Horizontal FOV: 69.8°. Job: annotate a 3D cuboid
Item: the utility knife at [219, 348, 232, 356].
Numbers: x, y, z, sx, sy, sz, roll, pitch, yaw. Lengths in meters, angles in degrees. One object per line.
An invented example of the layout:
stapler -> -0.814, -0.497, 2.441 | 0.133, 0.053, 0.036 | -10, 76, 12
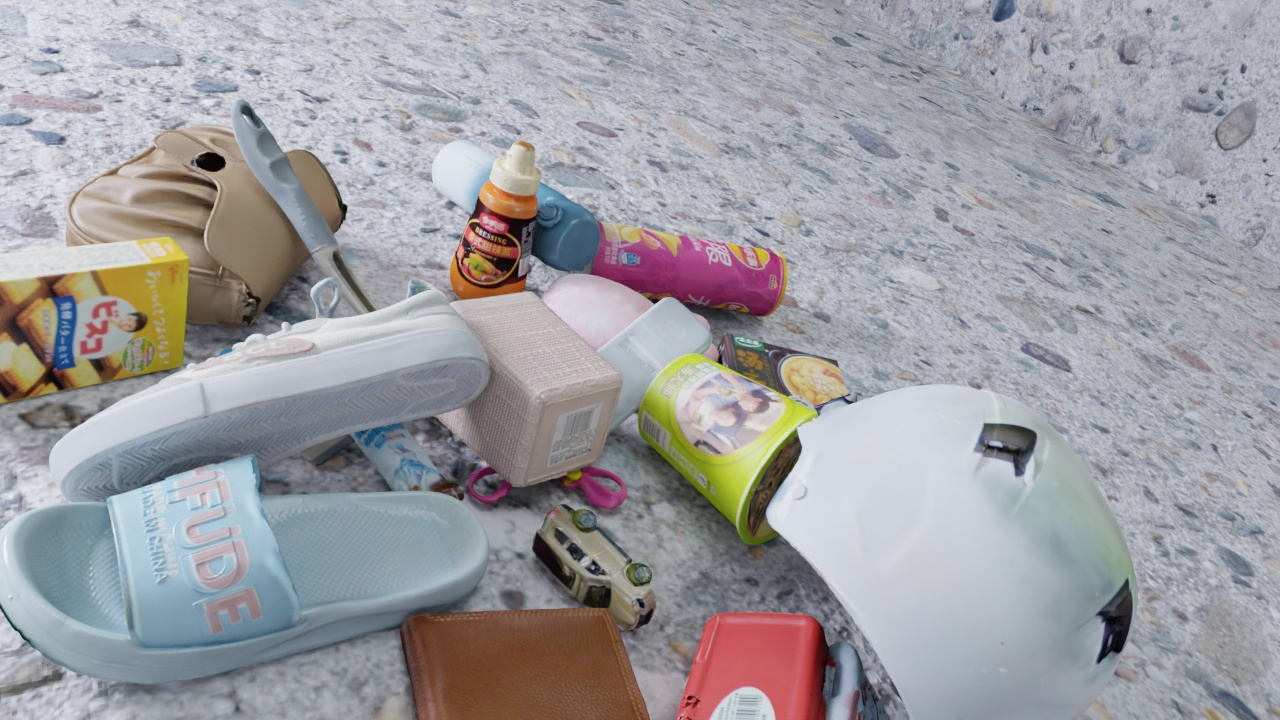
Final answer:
utility knife -> -0.214, -0.003, 0.673 | 0.191, 0.018, 0.034 | -10, 59, -43

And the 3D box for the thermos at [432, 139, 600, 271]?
thermos -> -0.119, -0.149, 0.868 | 0.070, 0.070, 0.220 | -8, 31, -40

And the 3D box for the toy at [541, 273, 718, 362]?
toy -> -0.010, -0.030, 0.804 | 0.159, 0.054, 0.121 | 15, 29, -13

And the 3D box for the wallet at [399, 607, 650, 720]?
wallet -> -0.060, 0.176, 0.487 | 0.124, 0.032, 0.101 | 6, 32, -25

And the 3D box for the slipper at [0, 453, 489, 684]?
slipper -> -0.192, 0.098, 0.480 | 0.245, 0.074, 0.104 | 1, 38, -33

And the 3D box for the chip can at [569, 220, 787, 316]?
chip can -> 0.039, -0.090, 0.911 | 0.210, 0.072, 0.071 | 6, 35, -24

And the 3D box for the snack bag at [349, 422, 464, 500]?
snack bag -> -0.160, 0.057, 0.595 | 0.048, 0.026, 0.104 | -23, 65, -41

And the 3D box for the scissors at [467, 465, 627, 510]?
scissors -> -0.073, 0.072, 0.650 | 0.133, 0.017, 0.135 | 31, 33, 22

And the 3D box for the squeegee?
squeegee -> -0.225, -0.079, 0.673 | 0.246, 0.039, 0.245 | 55, 42, -6

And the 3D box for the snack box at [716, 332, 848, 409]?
snack box -> 0.120, 0.030, 0.806 | 0.113, 0.053, 0.125 | 13, 38, -14

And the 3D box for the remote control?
remote control -> -0.004, 0.004, 0.713 | 0.056, 0.020, 0.135 | 44, 62, 12

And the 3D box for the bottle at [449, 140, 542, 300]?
bottle -> -0.117, -0.116, 0.776 | 0.066, 0.150, 0.066 | 16, 32, -10

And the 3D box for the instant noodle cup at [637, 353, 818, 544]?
instant noodle cup -> 0.066, 0.055, 0.682 | 0.111, 0.112, 0.123 | -14, 39, -44

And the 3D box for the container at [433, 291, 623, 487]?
container -> -0.080, 0.021, 0.635 | 0.090, 0.090, 0.111 | -13, 41, -44

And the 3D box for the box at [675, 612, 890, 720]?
box -> 0.076, 0.233, 0.474 | 0.116, 0.099, 0.200 | -5, 26, 20

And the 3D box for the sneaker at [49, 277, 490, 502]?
sneaker -> -0.216, 0.008, 0.542 | 0.241, 0.090, 0.090 | -18, 60, -25

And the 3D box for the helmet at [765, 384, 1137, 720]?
helmet -> 0.205, 0.106, 0.551 | 0.229, 0.146, 0.258 | 62, 28, 6

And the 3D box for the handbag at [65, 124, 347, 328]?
handbag -> -0.321, -0.110, 0.689 | 0.148, 0.100, 0.204 | 20, 35, -5

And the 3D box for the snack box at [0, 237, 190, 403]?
snack box -> -0.350, -0.024, 0.554 | 0.034, 0.087, 0.140 | 39, 35, 26

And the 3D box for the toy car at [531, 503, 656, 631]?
toy car -> -0.028, 0.130, 0.564 | 0.090, 0.042, 0.035 | 38, 44, 25
